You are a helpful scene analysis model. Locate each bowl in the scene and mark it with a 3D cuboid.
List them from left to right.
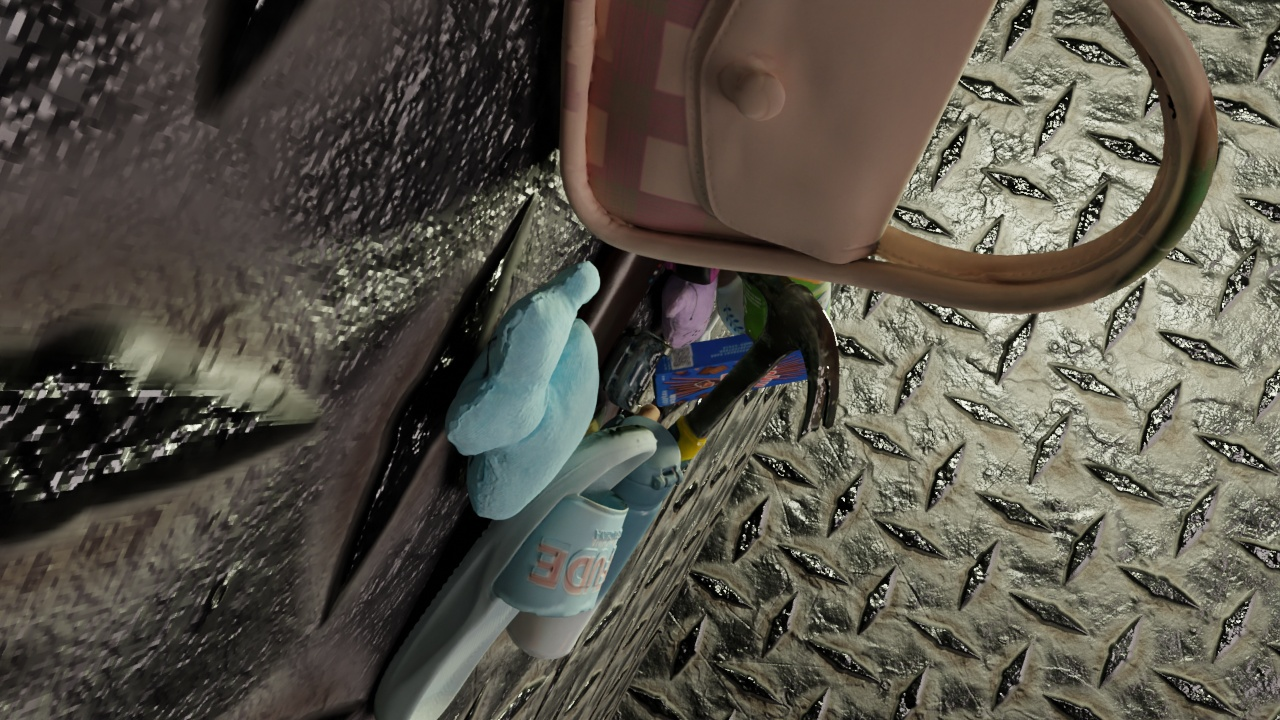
[{"bbox_3d":[0.106,-0.075,0.833,0.114,0.062,0.113,-42,-148,34],"label":"bowl"}]

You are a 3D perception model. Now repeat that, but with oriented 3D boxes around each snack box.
[{"bbox_3d":[0.088,0.003,0.809,0.085,0.157,0.026,83,-4,-69],"label":"snack box"}]

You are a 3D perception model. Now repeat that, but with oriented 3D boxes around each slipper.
[{"bbox_3d":[-0.069,0.141,0.569,0.245,0.074,0.104,-52,165,-2],"label":"slipper"}]

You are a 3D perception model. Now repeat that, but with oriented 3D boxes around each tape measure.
[{"bbox_3d":[0.040,-0.084,0.651,0.056,0.039,0.058,-58,162,-50],"label":"tape measure"}]

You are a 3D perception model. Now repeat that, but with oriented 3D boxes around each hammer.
[{"bbox_3d":[0.030,0.064,0.688,0.031,0.126,0.324,-8,148,-44],"label":"hammer"}]

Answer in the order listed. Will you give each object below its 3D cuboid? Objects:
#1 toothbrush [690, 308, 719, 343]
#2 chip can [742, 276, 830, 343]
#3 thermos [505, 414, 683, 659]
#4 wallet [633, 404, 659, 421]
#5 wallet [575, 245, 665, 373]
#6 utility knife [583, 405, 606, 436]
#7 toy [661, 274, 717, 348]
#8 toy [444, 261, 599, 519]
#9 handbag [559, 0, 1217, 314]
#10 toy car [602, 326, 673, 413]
[{"bbox_3d":[0.108,-0.095,0.928,0.026,0.027,0.220,-3,-131,55],"label":"toothbrush"},{"bbox_3d":[0.101,-0.106,0.646,0.072,0.072,0.236,-54,152,-30],"label":"chip can"},{"bbox_3d":[-0.038,0.136,0.699,0.221,0.070,0.070,-62,169,30],"label":"thermos"},{"bbox_3d":[-0.029,0.102,0.830,0.101,0.020,0.115,-39,157,-57],"label":"wallet"},{"bbox_3d":[-0.024,-0.022,0.579,0.122,0.020,0.096,-61,168,7],"label":"wallet"},{"bbox_3d":[-0.073,0.097,0.636,0.172,0.019,0.031,-55,162,-32],"label":"utility knife"},{"bbox_3d":[0.040,-0.048,0.726,0.083,0.039,0.108,-55,166,-17],"label":"toy"},{"bbox_3d":[-0.054,0.021,0.467,0.161,0.050,0.156,-61,164,13],"label":"toy"},{"bbox_3d":[0.086,-0.099,0.341,0.093,0.234,0.194,-55,166,-36],"label":"handbag"},{"bbox_3d":[-0.004,0.004,0.667,0.054,0.037,0.120,-61,180,4],"label":"toy car"}]
